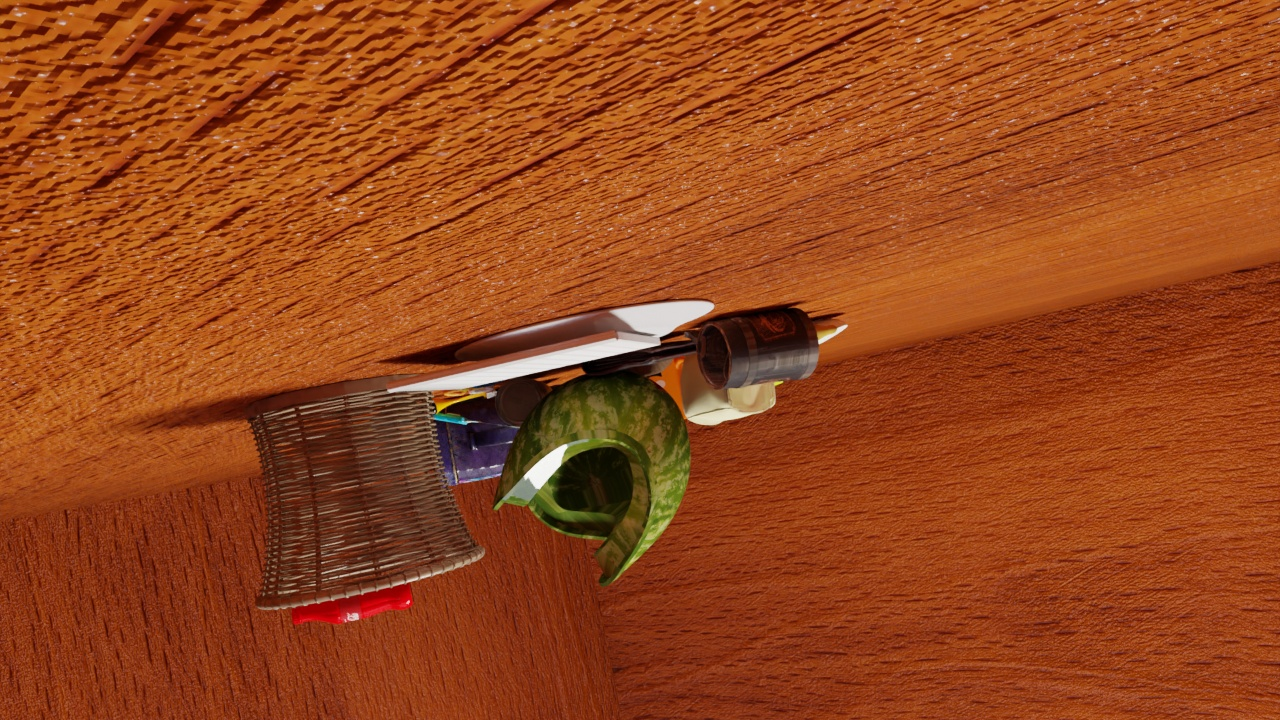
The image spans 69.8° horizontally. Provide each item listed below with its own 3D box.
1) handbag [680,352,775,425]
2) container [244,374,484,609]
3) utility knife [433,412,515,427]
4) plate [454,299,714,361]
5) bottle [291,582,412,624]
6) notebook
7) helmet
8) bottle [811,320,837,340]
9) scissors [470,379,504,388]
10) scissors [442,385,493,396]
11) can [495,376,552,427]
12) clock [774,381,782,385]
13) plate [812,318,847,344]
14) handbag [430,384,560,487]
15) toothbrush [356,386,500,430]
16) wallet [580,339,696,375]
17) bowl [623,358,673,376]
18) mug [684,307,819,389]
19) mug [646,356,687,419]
[{"bbox_3d":[0.115,0.023,1.211,0.081,0.111,0.119,4,167,-28],"label":"handbag"},{"bbox_3d":[-0.292,0.129,0.948,0.227,0.196,0.227,-11,176,-1],"label":"container"},{"bbox_3d":[-0.252,0.081,1.258,0.181,0.015,0.022,9,171,-3],"label":"utility knife"},{"bbox_3d":[-0.049,-0.020,0.850,0.242,0.016,0.242,-11,176,-1],"label":"plate"},{"bbox_3d":[-0.299,0.252,0.953,0.119,0.036,0.036,-10,175,-16],"label":"bottle"},{"bbox_3d":[-0.099,0.002,0.822,0.210,0.009,0.142,-12,176,15],"label":"notebook"},{"bbox_3d":[-0.050,0.127,1.128,0.243,0.213,0.247,-55,-175,6],"label":"helmet"},{"bbox_3d":[0.169,-0.025,1.125,0.146,0.051,0.051,-12,176,1],"label":"bottle"},{"bbox_3d":[-0.158,0.015,1.001,0.134,0.011,0.138,-10,171,-13],"label":"scissors"},{"bbox_3d":[-0.198,0.028,1.100,0.064,0.013,0.128,-6,171,-23],"label":"scissors"},{"bbox_3d":[-0.153,0.057,1.236,0.068,0.067,0.105,-12,175,3],"label":"can"},{"bbox_3d":[0.162,0.004,1.278,0.057,0.083,0.119,-18,178,10],"label":"clock"},{"bbox_3d":[0.229,-0.033,1.247,0.104,0.026,0.104,-26,171,-5],"label":"plate"},{"bbox_3d":[-0.212,0.112,1.381,0.204,0.125,0.222,-9,177,-15],"label":"handbag"},{"bbox_3d":[-0.282,0.062,1.235,0.196,0.031,0.031,-14,-152,-21],"label":"toothbrush"},{"bbox_3d":[0.004,-0.004,1.070,0.120,0.031,0.099,-9,-178,44],"label":"wallet"},{"bbox_3d":[-0.007,0.007,1.207,0.118,0.030,0.118,-11,176,-1],"label":"bowl"},{"bbox_3d":[0.118,-0.017,1.008,0.107,0.080,0.116,-8,-159,-25],"label":"mug"},{"bbox_3d":[0.041,0.039,1.312,0.113,0.096,0.077,-15,175,36],"label":"mug"}]
